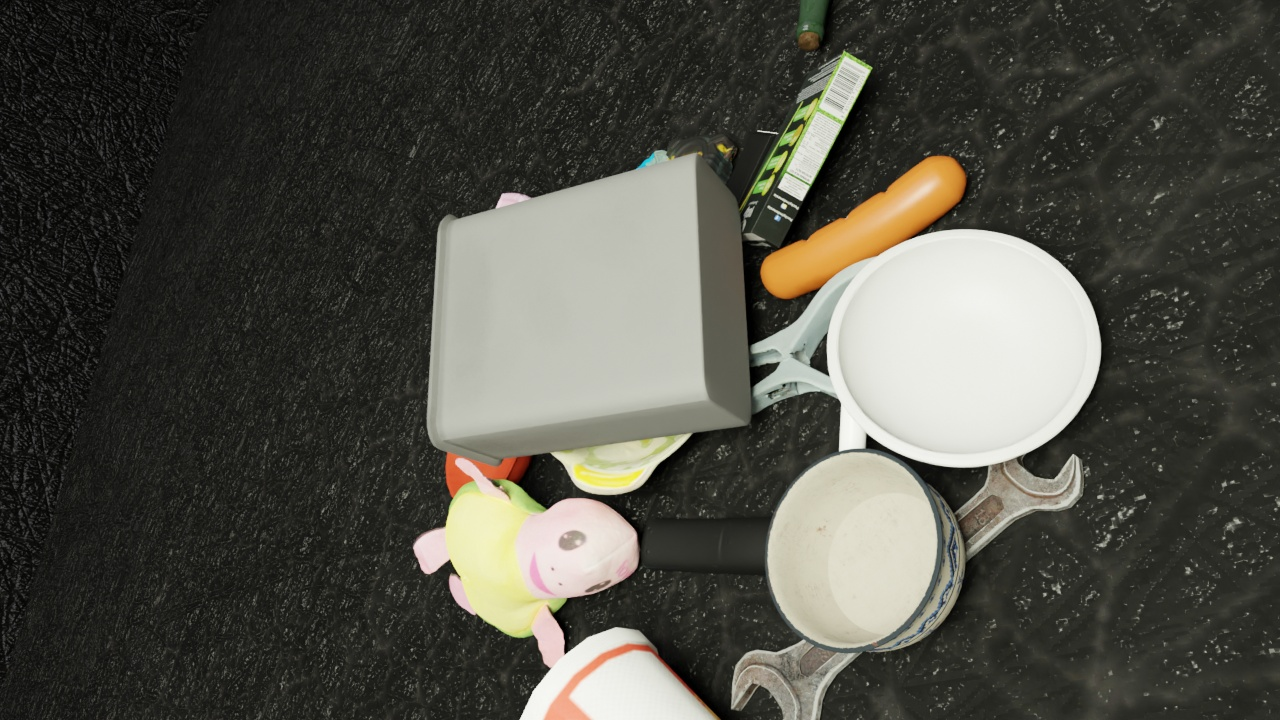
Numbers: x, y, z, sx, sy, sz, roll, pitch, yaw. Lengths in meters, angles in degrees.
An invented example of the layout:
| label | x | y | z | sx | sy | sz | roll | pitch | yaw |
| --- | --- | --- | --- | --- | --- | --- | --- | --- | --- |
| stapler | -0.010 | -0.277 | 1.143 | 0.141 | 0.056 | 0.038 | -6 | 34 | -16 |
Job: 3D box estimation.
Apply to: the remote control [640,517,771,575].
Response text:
| label | x | y | z | sx | sy | sz | roll | pitch | yaw |
| --- | --- | --- | --- | --- | --- | --- | --- | --- | --- |
| remote control | 0.055 | 0.134 | 0.668 | 0.152 | 0.020 | 0.041 | -12 | 61 | 47 |

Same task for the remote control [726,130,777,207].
| label | x | y | z | sx | sy | sz | roll | pitch | yaw |
| --- | --- | --- | --- | --- | --- | --- | --- | --- | --- |
| remote control | 0.081 | -0.141 | 0.786 | 0.028 | 0.011 | 0.124 | 27 | 92 | 51 |

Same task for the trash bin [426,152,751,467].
| label | x | y | z | sx | sy | sz | roll | pitch | yaw |
| --- | --- | --- | --- | --- | --- | --- | --- | --- | --- |
| trash bin | -0.040 | -0.032 | 0.685 | 0.220 | 0.097 | 0.191 | -10 | 69 | 25 |

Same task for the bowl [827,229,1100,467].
| label | x | y | z | sx | sy | sz | roll | pitch | yaw |
| --- | --- | --- | --- | --- | --- | --- | --- | --- | --- |
| bowl | 0.190 | -0.003 | 0.549 | 0.150 | 0.043 | 0.149 | -8 | 66 | 17 |

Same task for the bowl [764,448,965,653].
| label | x | y | z | sx | sy | sz | roll | pitch | yaw |
| --- | --- | --- | --- | --- | --- | --- | --- | --- | --- |
| bowl | 0.137 | 0.115 | 0.537 | 0.116 | 0.059 | 0.115 | -25 | 54 | 38 |

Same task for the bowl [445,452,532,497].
| label | x | y | z | sx | sy | sz | roll | pitch | yaw |
| --- | --- | --- | --- | --- | --- | --- | --- | --- | --- |
| bowl | -0.141 | 0.087 | 0.898 | 0.122 | 0.035 | 0.121 | -25 | 54 | 39 |

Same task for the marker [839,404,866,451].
| label | x | y | z | sx | sy | sz | roll | pitch | yaw |
| --- | --- | --- | --- | --- | --- | --- | --- | --- | --- |
| marker | 0.138 | 0.050 | 0.592 | 0.020 | 0.017 | 0.133 | -177 | 90 | -73 |

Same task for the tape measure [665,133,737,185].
| label | x | y | z | sx | sy | sz | roll | pitch | yaw |
| --- | --- | --- | --- | --- | --- | --- | --- | --- | --- |
| tape measure | 0.052 | -0.166 | 0.814 | 0.067 | 0.038 | 0.062 | 1 | 64 | 45 |

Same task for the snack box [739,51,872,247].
| label | x | y | z | sx | sy | sz | roll | pitch | yaw |
| --- | --- | --- | --- | --- | --- | --- | --- | --- | --- |
| snack box | 0.120 | -0.159 | 0.713 | 0.147 | 0.025 | 0.080 | -63 | 10 | 3 |

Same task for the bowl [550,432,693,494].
| label | x | y | z | sx | sy | sz | roll | pitch | yaw |
| --- | --- | --- | --- | --- | --- | --- | --- | --- | --- |
| bowl | -0.004 | 0.004 | 0.746 | 0.189 | 0.060 | 0.219 | -5 | 71 | 29 |

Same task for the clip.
| label | x | y | z | sx | sy | sz | roll | pitch | yaw |
| --- | --- | --- | --- | --- | --- | --- | --- | --- | --- |
| clip | 0.134 | 0.015 | 0.635 | 0.172 | 0.029 | 0.143 | -34 | 47 | 33 |

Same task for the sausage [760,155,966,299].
| label | x | y | z | sx | sy | sz | roll | pitch | yaw |
| --- | --- | --- | --- | --- | --- | --- | --- | --- | --- |
| sausage | 0.156 | -0.090 | 0.655 | 0.165 | 0.039 | 0.044 | -31 | 45 | 35 |

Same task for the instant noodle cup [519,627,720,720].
| label | x | y | z | sx | sy | sz | roll | pitch | yaw |
| --- | --- | --- | --- | --- | --- | --- | --- | --- | --- |
| instant noodle cup | 0.005 | 0.259 | 0.590 | 0.121 | 0.123 | 0.123 | 26 | 91 | 43 |

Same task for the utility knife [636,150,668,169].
| label | x | y | z | sx | sy | sz | roll | pitch | yaw |
| --- | --- | --- | --- | --- | --- | --- | --- | --- | --- |
| utility knife | -0.027 | -0.156 | 0.913 | 0.159 | 0.015 | 0.031 | -41 | 40 | 28 |

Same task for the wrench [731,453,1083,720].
| label | x | y | z | sx | sy | sz | roll | pitch | yaw |
| --- | --- | --- | --- | --- | --- | --- | --- | --- | --- |
| wrench | 0.153 | 0.144 | 0.560 | 0.274 | 0.010 | 0.070 | -48 | 42 | 20 |

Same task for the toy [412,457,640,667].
| label | x | y | z | sx | sy | sz | roll | pitch | yaw |
| --- | --- | --- | --- | --- | --- | --- | --- | --- | --- |
| toy | -0.105 | 0.164 | 0.771 | 0.239 | 0.087 | 0.190 | -22 | 91 | 40 |

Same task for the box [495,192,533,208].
| label | x | y | z | sx | sy | sz | roll | pitch | yaw |
| --- | --- | --- | --- | --- | --- | --- | --- | --- | --- |
| box | -0.164 | -0.088 | 1.016 | 0.086 | 0.044 | 0.202 | 23 | 89 | 56 |

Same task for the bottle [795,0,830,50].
| label | x | y | z | sx | sy | sz | roll | pitch | yaw |
| --- | --- | --- | --- | --- | --- | --- | --- | --- | --- |
| bottle | 0.153 | -0.341 | 0.776 | 0.055 | 0.055 | 0.174 | -6 | 68 | 46 |
